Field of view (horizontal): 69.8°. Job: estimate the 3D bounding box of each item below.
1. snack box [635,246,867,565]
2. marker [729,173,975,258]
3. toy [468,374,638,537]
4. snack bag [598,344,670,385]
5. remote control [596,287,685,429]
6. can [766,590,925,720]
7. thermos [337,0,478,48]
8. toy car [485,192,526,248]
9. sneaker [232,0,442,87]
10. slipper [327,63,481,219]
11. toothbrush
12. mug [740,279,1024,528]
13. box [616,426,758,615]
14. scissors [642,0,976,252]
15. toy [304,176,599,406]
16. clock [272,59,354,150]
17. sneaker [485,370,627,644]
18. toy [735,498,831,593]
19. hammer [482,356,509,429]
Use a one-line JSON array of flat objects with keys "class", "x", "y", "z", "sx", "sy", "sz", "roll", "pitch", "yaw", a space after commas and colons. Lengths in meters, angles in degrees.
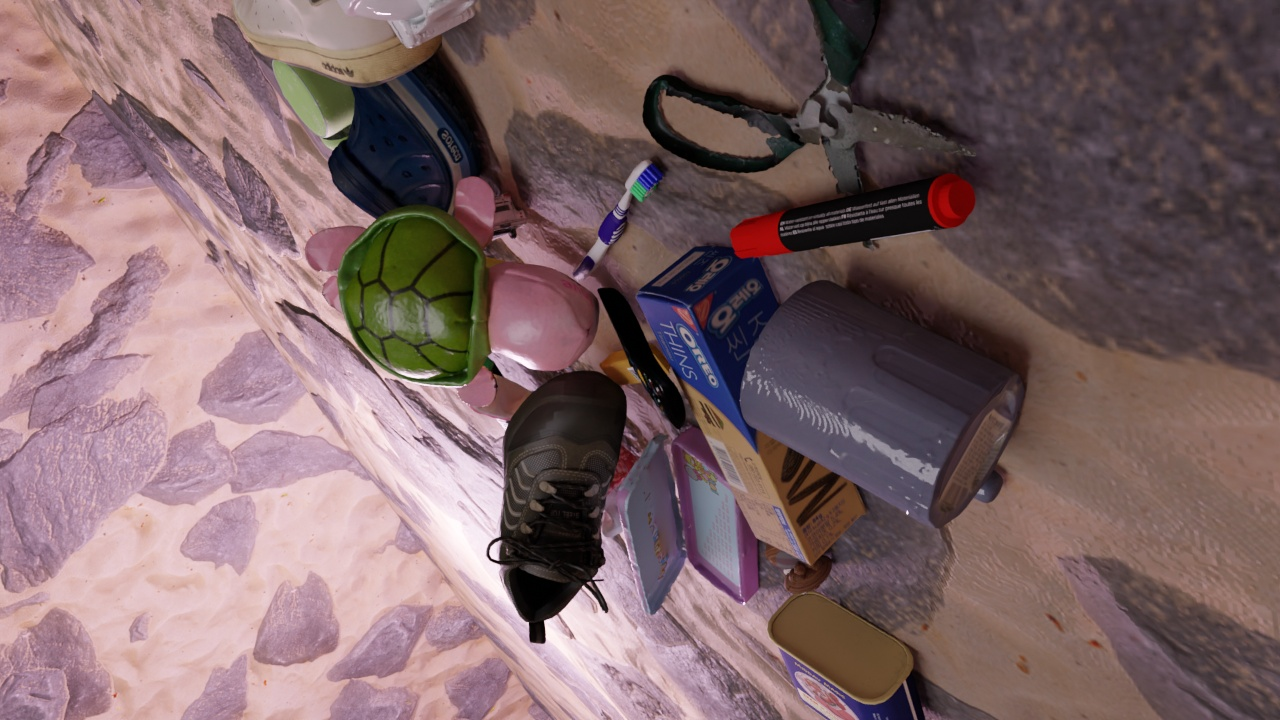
[{"class": "snack box", "x": 0.072, "y": 0.031, "z": 0.562, "sx": 0.057, "sy": 0.056, "sz": 0.207, "roll": 20, "pitch": 143, "yaw": 55}, {"class": "marker", "x": 0.090, "y": -0.062, "z": 0.414, "sx": 0.023, "sy": 0.021, "sz": 0.145, "roll": 18, "pitch": 172, "yaw": -27}, {"class": "toy", "x": -0.073, "y": 0.081, "z": 0.869, "sx": 0.194, "sy": 0.084, "sz": 0.159, "roll": 43, "pitch": -176, "yaw": 12}, {"class": "snack bag", "x": -0.004, "y": 0.004, "z": 0.709, "sx": 0.026, "sy": 0.020, "sz": 0.099, "roll": 47, "pitch": 159, "yaw": -13}, {"class": "remote control", "x": 0.000, "y": -0.006, "z": 0.616, "sx": 0.151, "sy": 0.020, "sz": 0.041, "roll": -120, "pitch": 5, "yaw": -57}, {"class": "can", "x": 0.164, "y": 0.248, "z": 0.723, "sx": 0.116, "sy": 0.056, "sz": 0.092, "roll": 24, "pitch": 147, "yaw": 47}, {"class": "thermos", "x": -0.156, "y": -0.280, "z": 0.479, "sx": 0.099, "sy": 0.099, "sz": 0.220, "roll": 0, "pitch": 121, "yaw": 62}, {"class": "toy car", "x": -0.131, "y": -0.112, "z": 0.750, "sx": 0.113, "sy": 0.039, "sz": 0.039, "roll": 0, "pitch": 105, "yaw": 62}, {"class": "sneaker", "x": -0.228, "y": -0.262, "z": 0.617, "sx": 0.241, "sy": 0.088, "sz": 0.102, "roll": 33, "pitch": 157, "yaw": 38}, {"class": "slipper", "x": -0.196, "y": -0.149, "z": 0.741, "sx": 0.105, "sy": 0.095, "sz": 0.253, "roll": 51, "pitch": 161, "yaw": 6}, {"class": "toothbrush", "x": -0.019, "y": -0.086, "z": 0.608, "sx": 0.016, "sy": 0.015, "sz": 0.187, "roll": 46, "pitch": 158, "yaw": 0}, {"class": "mug", "x": 0.122, "y": 0.027, "z": 0.452, "sx": 0.104, "sy": 0.083, "sz": 0.124, "roll": 31, "pitch": 174, "yaw": 35}, {"class": "box", "x": 0.035, "y": 0.153, "z": 0.767, "sx": 0.089, "sy": 0.092, "sz": 0.214, "roll": 36, "pitch": 153, "yaw": 31}, {"class": "scissors", "x": 0.052, "y": -0.134, "z": 0.400, "sx": 0.202, "sy": 0.015, "sz": 0.202, "roll": 23, "pitch": 147, "yaw": 46}, {"class": "toy", "x": -0.143, "y": -0.043, "z": 0.689, "sx": 0.238, "sy": 0.087, "sz": 0.190, "roll": 13, "pitch": 114, "yaw": 13}, {"class": "clock", "x": -0.294, "y": -0.245, "z": 0.838, "sx": 0.094, "sy": 0.042, "sz": 0.119, "roll": 50, "pitch": 158, "yaw": 4}, {"class": "sneaker", "x": -0.071, "y": 0.132, "z": 0.737, "sx": 0.142, "sy": 0.101, "sz": 0.238, "roll": -101, "pitch": 24, "yaw": -54}, {"class": "toy", "x": 0.109, "y": 0.132, "z": 0.672, "sx": 0.054, "sy": 0.041, "sz": 0.102, "roll": 59, "pitch": 178, "yaw": 47}, {"class": "hammer", "x": -0.157, "y": 0.009, "z": 0.908, "sx": 0.032, "sy": 0.130, "sz": 0.319, "roll": 10, "pitch": 153, "yaw": 18}]
